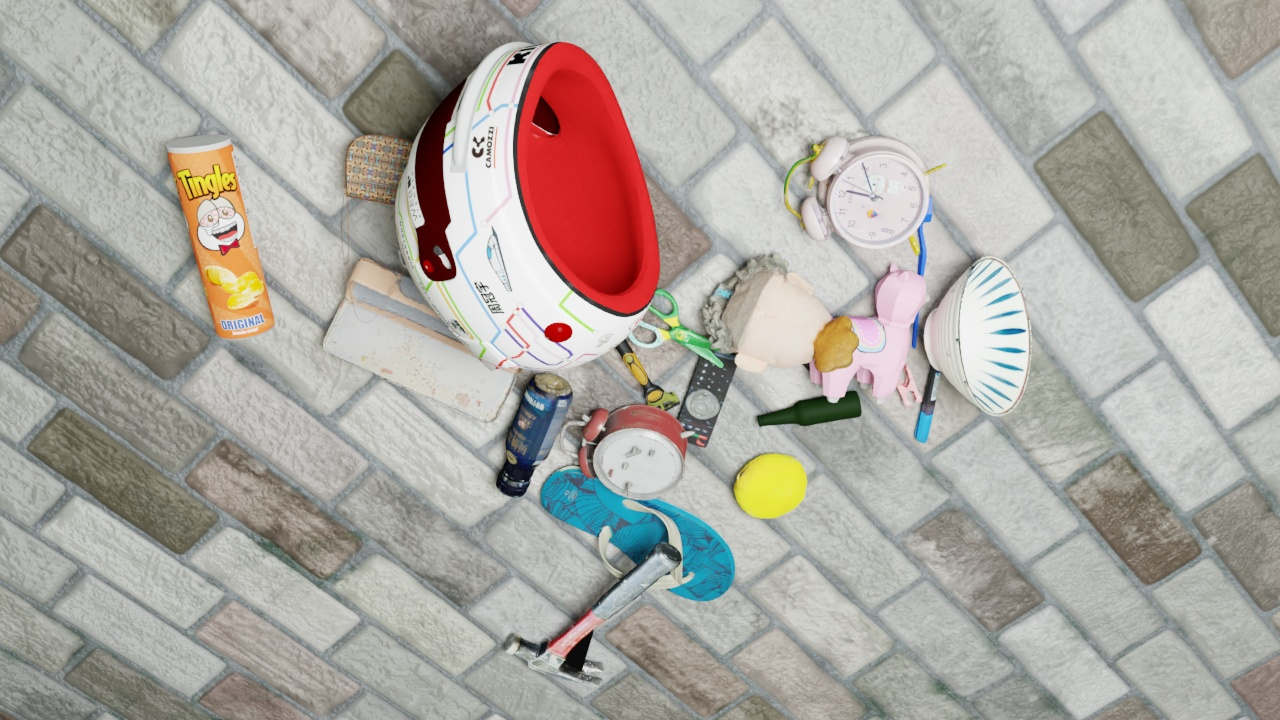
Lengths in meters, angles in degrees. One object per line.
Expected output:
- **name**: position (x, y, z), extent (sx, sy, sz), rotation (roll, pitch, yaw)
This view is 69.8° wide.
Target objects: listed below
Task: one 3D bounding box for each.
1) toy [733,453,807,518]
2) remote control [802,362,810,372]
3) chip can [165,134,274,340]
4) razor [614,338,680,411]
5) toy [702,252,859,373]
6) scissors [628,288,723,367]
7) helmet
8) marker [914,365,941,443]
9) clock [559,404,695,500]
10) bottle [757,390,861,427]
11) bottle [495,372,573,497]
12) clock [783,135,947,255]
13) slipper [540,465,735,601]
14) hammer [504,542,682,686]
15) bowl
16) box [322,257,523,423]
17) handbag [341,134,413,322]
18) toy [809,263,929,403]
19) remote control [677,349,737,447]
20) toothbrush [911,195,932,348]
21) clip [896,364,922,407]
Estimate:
- **toy**: position (0.164, 0.158, 1.151), extent (0.094, 0.041, 0.096), rotation (22, 113, -17)
- **remote control**: position (0.187, -0.023, 1.079), extent (0.039, 0.010, 0.124), rotation (-38, 111, 16)
- **chip can**: position (-0.446, -0.129, 0.981), extent (0.062, 0.062, 0.211), rotation (-3, 116, 0)
- **razor**: position (-0.006, 0.006, 1.085), extent (0.044, 0.021, 0.144), rotation (-28, 111, 12)
- **toy**: position (0.157, -0.041, 1.010), extent (0.176, 0.076, 0.133), rotation (29, 93, 20)
- **scissors**: position (0.042, -0.021, 1.061), extent (0.132, 0.013, 0.078), rotation (39, 105, -6)
- **helmet**: position (-0.122, -0.137, 0.893), extent (0.236, 0.230, 0.315), rotation (0, 123, 34)
- **marker**: position (0.351, 0.045, 1.114), extent (0.018, 0.015, 0.123), rotation (-14, 120, -34)
- **clock**: position (-0.020, 0.111, 1.103), extent (0.157, 0.061, 0.110), rotation (12, 125, 1)
- **bottle**: position (0.203, 0.063, 1.110), extent (0.123, 0.033, 0.033), rotation (-11, 116, 4)
- **bottle**: position (-0.131, 0.092, 1.102), extent (0.056, 0.056, 0.161), rotation (20, 115, -11)
- **clock**: position (0.231, -0.178, 0.973), extent (0.158, 0.058, 0.117), rotation (11, 115, 2)
- **slipper**: position (0.005, 0.229, 1.173), extent (0.295, 0.060, 0.118), rotation (32, 108, -16)
- **hammer**: position (-0.044, 0.329, 1.185), extent (0.140, 0.036, 0.327), rotation (29, 128, -16)
- **bowl**: position (0.369, -0.025, 1.033), extent (0.071, 0.176, 0.177), rotation (-4, 125, 46)
- **box**: position (-0.238, -0.015, 1.030), extent (0.217, 0.094, 0.121), rotation (24, 154, -13)
- **handbag**: position (-0.270, -0.136, 0.963), extent (0.093, 0.043, 0.196), rotation (9, 92, -15)
- **toy**: position (0.259, -0.031, 1.041), extent (0.123, 0.067, 0.158), rotation (3, 113, -14)
- **remote control**: position (0.079, 0.040, 1.101), extent (0.045, 0.021, 0.141), rotation (18, 116, 0)
- **toothbrush**: position (0.320, -0.097, 1.045), extent (0.011, 0.016, 0.187), rotation (-6, 118, -1)
- **clip**: position (0.314, 0.034, 1.105), extent (0.039, 0.022, 0.059), rotation (-31, 115, 9)
